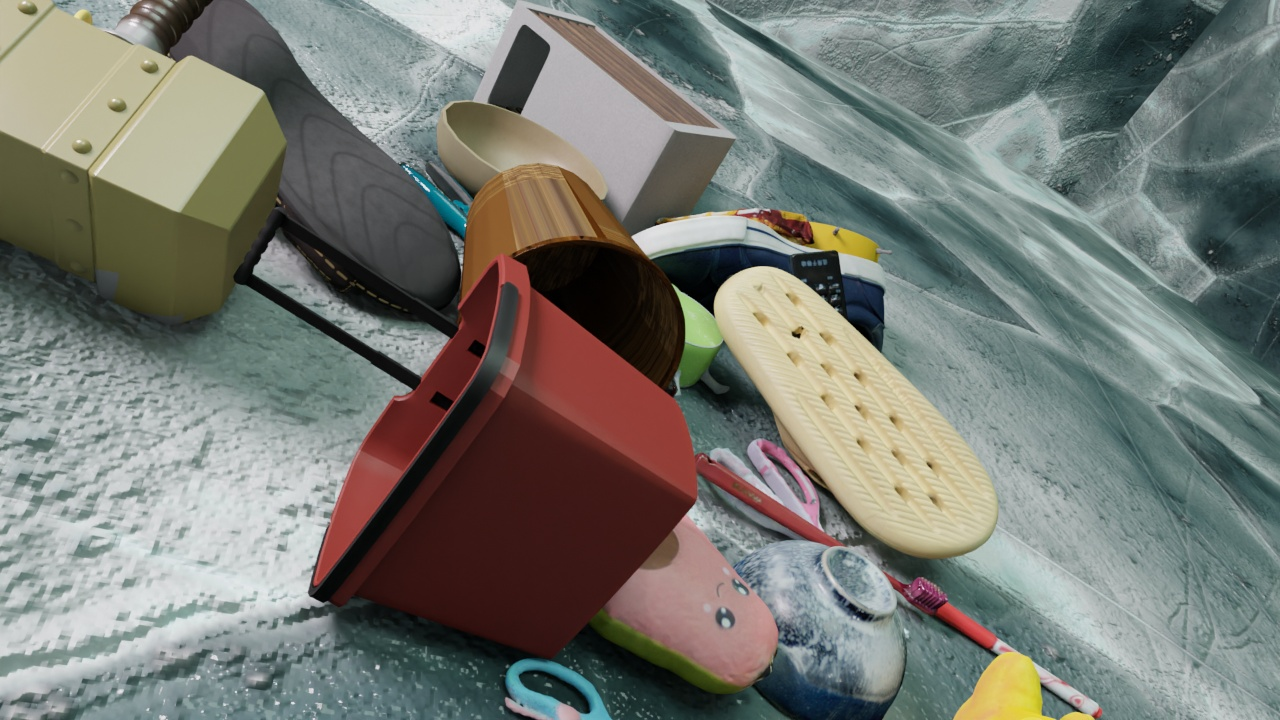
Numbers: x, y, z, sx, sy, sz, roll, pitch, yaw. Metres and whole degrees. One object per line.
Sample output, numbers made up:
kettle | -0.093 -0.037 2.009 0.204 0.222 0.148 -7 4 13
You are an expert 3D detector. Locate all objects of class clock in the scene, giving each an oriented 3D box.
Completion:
clock | 0.016 -0.025 0.702 0.119 0.043 0.094 46 29 25
clock | 0.181 -0.109 0.954 0.113 0.052 0.152 18 -5 -26

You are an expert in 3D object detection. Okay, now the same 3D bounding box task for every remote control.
remote control | 0.147 -0.013 0.741 0.047 0.022 0.150 -7 89 -24

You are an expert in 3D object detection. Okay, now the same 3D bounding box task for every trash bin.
trash bin | -0.040 -0.238 0.911 0.229 0.115 0.114 44 30 22

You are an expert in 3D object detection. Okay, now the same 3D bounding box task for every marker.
marker | 0.246 0.196 0.612 0.142 0.013 0.012 33 28 2

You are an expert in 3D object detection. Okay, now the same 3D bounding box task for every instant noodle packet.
instant noodle packet | 0.089 -0.123 0.876 0.136 0.040 0.098 1 8 36

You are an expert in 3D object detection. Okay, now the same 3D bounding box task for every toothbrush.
toothbrush | 0.116 0.110 0.587 0.190 0.017 0.016 32 31 -6

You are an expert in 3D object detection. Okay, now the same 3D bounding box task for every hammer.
hammer | -0.253 -0.200 0.505 0.190 0.101 0.323 25 54 -14

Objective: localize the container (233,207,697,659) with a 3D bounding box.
container | -0.091 0.026 0.397 0.200 0.148 0.127 32 21 -20

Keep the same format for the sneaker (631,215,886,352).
sneaker | 0.114 -0.043 0.801 0.294 0.121 0.127 11 68 -35

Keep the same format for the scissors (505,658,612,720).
scissors | -0.005 0.180 0.380 0.135 0.015 0.133 26 29 0

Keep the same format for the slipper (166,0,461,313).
slipper | -0.224 -0.128 0.596 0.268 0.076 0.112 49 37 1

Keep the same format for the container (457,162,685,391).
container | -0.056 -0.051 0.589 0.132 0.132 0.167 19 25 -24

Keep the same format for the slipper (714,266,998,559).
slipper | 0.142 0.044 0.679 0.111 0.079 0.261 -28 71 -30

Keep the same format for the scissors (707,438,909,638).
scissors | 0.105 0.119 0.595 0.102 0.016 0.178 5 41 -43

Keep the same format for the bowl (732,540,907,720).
bowl | 0.105 0.140 0.507 0.114 0.061 0.114 24 30 -15

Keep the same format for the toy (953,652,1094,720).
toy | 0.235 0.244 0.448 0.194 0.087 0.134 37 10 1

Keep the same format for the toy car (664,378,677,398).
toy car | -0.004 0.004 0.634 0.037 0.040 0.092 10 33 -38

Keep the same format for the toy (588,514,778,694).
toy | 0.020 0.119 0.461 0.110 0.051 0.089 37 29 8

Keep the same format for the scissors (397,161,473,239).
scissors | -0.134 -0.105 0.703 0.142 0.019 0.127 25 31 -25

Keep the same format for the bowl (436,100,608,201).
bowl | -0.107 -0.158 0.783 0.152 0.051 0.152 25 29 -15
